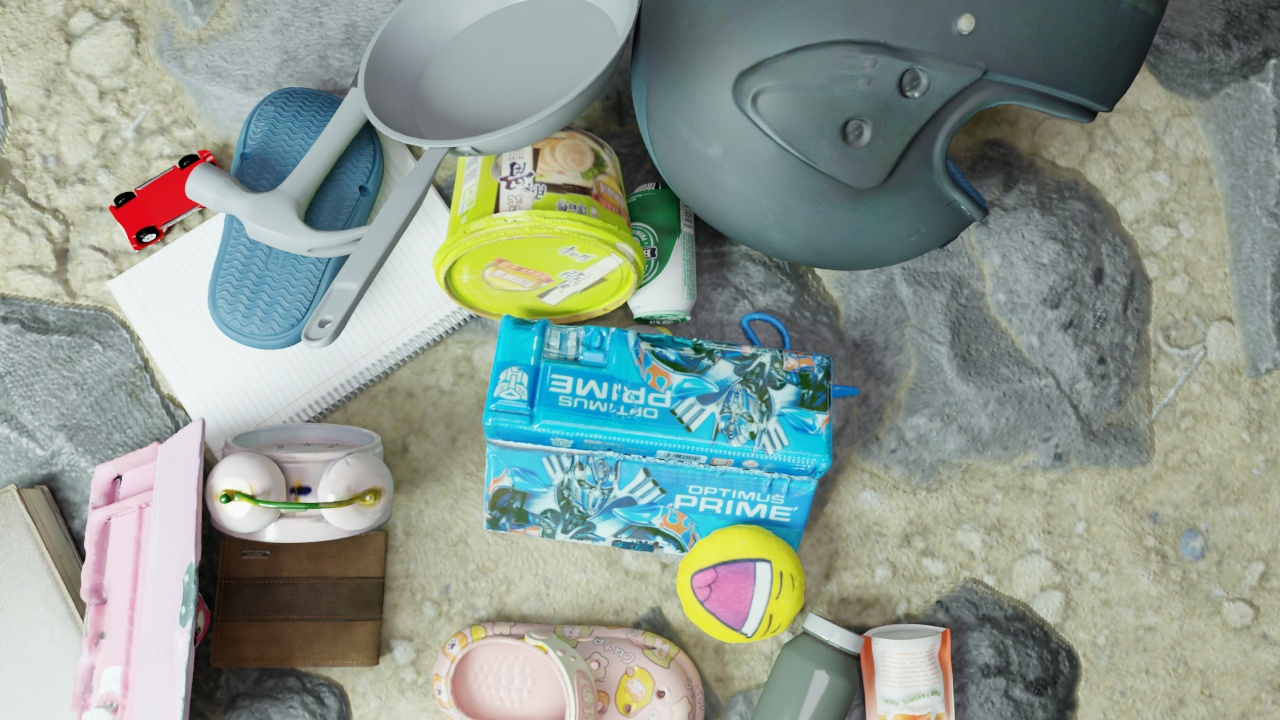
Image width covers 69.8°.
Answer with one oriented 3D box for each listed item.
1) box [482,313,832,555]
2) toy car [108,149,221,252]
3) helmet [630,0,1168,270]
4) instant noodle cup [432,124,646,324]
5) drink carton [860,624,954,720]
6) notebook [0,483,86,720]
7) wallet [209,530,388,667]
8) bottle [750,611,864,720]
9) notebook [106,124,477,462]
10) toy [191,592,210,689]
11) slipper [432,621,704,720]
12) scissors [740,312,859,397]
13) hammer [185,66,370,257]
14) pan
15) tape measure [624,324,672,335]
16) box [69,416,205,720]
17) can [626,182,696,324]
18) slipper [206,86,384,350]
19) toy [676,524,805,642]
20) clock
[{"bbox_3d":[0.011,0.062,0.656,0.243,0.071,0.170,7,92,-2],"label":"box"},{"bbox_3d":[-0.356,-0.121,0.696,0.089,0.025,0.038,-33,86,-6],"label":"toy car"},{"bbox_3d":[0.147,-0.178,0.620,0.316,0.248,0.236,16,112,-5],"label":"helmet"},{"bbox_3d":[-0.071,-0.096,0.650,0.146,0.146,0.097,-2,67,-3],"label":"instant noodle cup"},{"bbox_3d":[0.199,0.260,0.675,0.069,0.039,0.122,-4,90,-2],"label":"drink carton"},{"bbox_3d":[-0.470,0.224,0.646,0.190,0.034,0.215,-29,85,-5],"label":"notebook"},{"bbox_3d":[-0.248,0.173,0.668,0.121,0.027,0.098,1,81,-1],"label":"wallet"},{"bbox_3d":[0.119,0.240,0.657,0.060,0.060,0.108,25,83,1],"label":"bottle"},{"bbox_3d":[-0.253,-0.054,0.699,0.245,0.013,0.178,-34,85,-6],"label":"notebook"},{"bbox_3d":[-0.329,0.179,0.652,0.102,0.050,0.065,41,110,33],"label":"toy"},{"bbox_3d":[-0.051,0.232,0.642,0.197,0.081,0.093,10,82,1],"label":"slipper"},{"bbox_3d":[0.101,0.026,0.704,0.127,0.015,0.125,-31,84,-2],"label":"scissors"},{"bbox_3d":[-0.189,-0.208,0.676,0.125,0.030,0.310,28,67,-5],"label":"hammer"},{"bbox_3d":[-0.117,-0.146,0.583,0.201,0.051,0.355,6,61,23],"label":"pan"},{"bbox_3d":[-0.004,0.004,0.700,0.065,0.017,0.064,5,84,-2],"label":"tape measure"},{"bbox_3d":[-0.310,0.166,0.585,0.179,0.039,0.232,-18,68,39],"label":"box"},{"bbox_3d":[0.015,-0.081,0.693,0.053,0.053,0.101,-1,83,-3],"label":"can"},{"bbox_3d":[-0.250,-0.105,0.674,0.103,0.059,0.213,10,69,-10],"label":"slipper"},{"bbox_3d":[0.073,0.163,0.666,0.094,0.041,0.095,12,108,1],"label":"toy"},{"bbox_3d":[-0.224,0.082,0.609,0.116,0.158,0.059,1,96,-17],"label":"clock"}]
